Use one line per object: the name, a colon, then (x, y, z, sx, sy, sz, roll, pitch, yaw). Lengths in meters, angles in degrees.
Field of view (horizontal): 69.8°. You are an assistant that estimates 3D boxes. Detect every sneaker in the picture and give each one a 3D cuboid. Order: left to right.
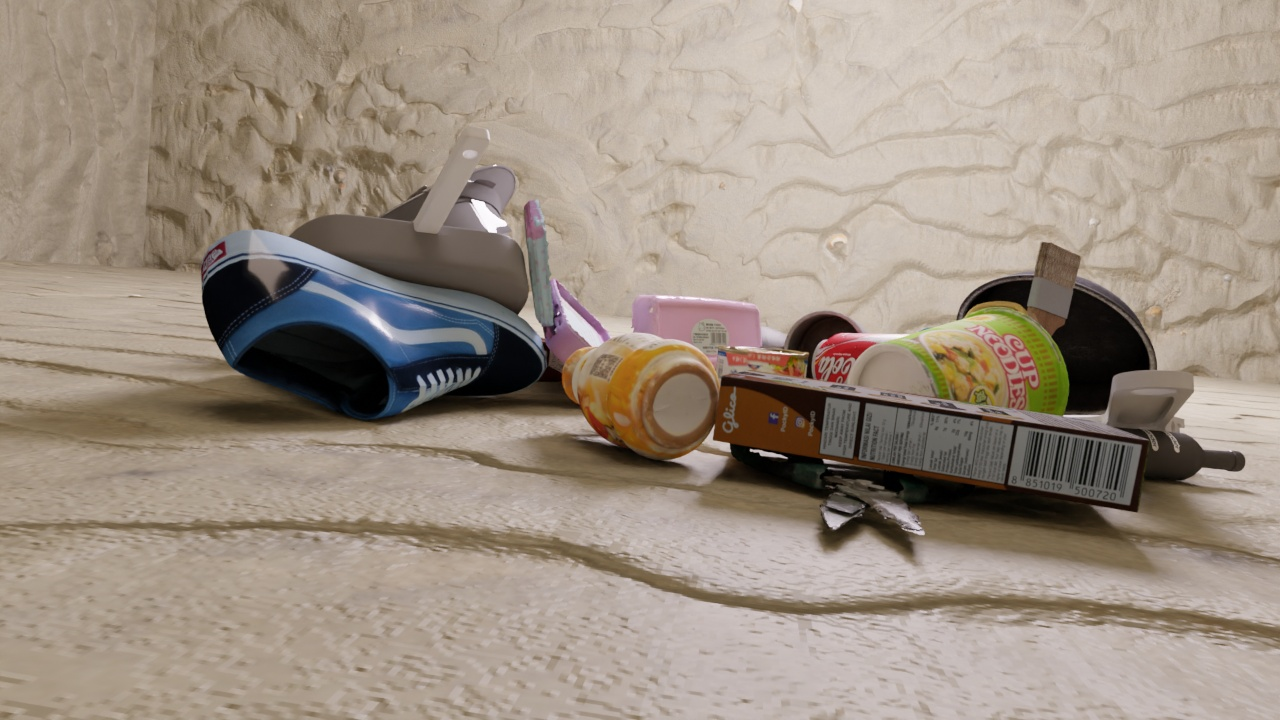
sneaker: (-0.145, 0.007, 0.556, 0.084, 0.098, 0.241, -39, -34, 24)

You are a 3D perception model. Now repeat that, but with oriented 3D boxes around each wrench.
wrench: (0.301, 0.033, 0.578, 0.087, 0.018, 0.273, -1, -11, 26)

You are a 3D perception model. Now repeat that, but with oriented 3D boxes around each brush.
brush: (0.273, -0.007, 0.629, 0.045, 0.143, 0.008, 13, 1, -37)

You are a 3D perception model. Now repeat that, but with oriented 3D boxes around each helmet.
helmet: (-0.178, -0.062, 0.828, 0.270, 0.117, 0.184, -38, -6, -39)

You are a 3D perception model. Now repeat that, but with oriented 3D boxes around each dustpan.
dustpan: (-0.148, -0.057, 0.593, 0.163, 0.033, 0.258, 3, -27, -31)

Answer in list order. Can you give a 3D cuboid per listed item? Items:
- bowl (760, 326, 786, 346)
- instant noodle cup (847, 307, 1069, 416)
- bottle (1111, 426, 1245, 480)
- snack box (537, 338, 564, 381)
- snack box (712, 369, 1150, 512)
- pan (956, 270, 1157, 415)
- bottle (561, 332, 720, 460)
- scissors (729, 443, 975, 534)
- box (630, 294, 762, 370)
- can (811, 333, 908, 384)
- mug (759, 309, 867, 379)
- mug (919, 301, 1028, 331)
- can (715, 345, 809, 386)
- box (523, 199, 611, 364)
bowl: (0.142, -0.014, 1.125, 0.121, 0.056, 0.121, 6, 4, -1)
instant noodle cup: (0.191, 0.019, 0.572, 0.107, 0.099, 0.099, -6, 11, -34)
bottle: (0.324, 0.059, 0.575, 0.113, 0.030, 0.030, 5, 5, -6)
snack box: (-0.116, -0.006, 0.851, 0.051, 0.032, 0.141, 2, 5, -35)
snack box: (0.138, 0.035, 0.462, 0.186, 0.031, 0.101, 9, 3, 14)
pan: (0.354, -0.009, 0.969, 0.358, 0.055, 0.187, -5, -51, 53)
bottle: (-0.005, 0.016, 0.502, 0.063, 0.063, 0.109, 3, 5, -30)
scissors: (0.083, 0.053, 0.434, 0.147, 0.015, 0.209, 11, 4, 23)
box: (0.034, -0.019, 0.948, 0.103, 0.087, 0.201, -7, -4, 38)
can: (0.220, 0.007, 0.864, 0.105, 0.064, 0.064, 3, 2, 45)
mug: (0.185, -0.010, 0.964, 0.113, 0.084, 0.070, 2, 1, 22)
mug: (0.322, -0.003, 0.872, 0.083, 0.113, 0.107, 33, -14, -31)
can: (0.114, 0.009, 0.869, 0.086, 0.043, 0.086, 5, 4, -1)
box: (-0.063, -0.051, 0.724, 0.049, 0.150, 0.214, -24, 16, -1)
